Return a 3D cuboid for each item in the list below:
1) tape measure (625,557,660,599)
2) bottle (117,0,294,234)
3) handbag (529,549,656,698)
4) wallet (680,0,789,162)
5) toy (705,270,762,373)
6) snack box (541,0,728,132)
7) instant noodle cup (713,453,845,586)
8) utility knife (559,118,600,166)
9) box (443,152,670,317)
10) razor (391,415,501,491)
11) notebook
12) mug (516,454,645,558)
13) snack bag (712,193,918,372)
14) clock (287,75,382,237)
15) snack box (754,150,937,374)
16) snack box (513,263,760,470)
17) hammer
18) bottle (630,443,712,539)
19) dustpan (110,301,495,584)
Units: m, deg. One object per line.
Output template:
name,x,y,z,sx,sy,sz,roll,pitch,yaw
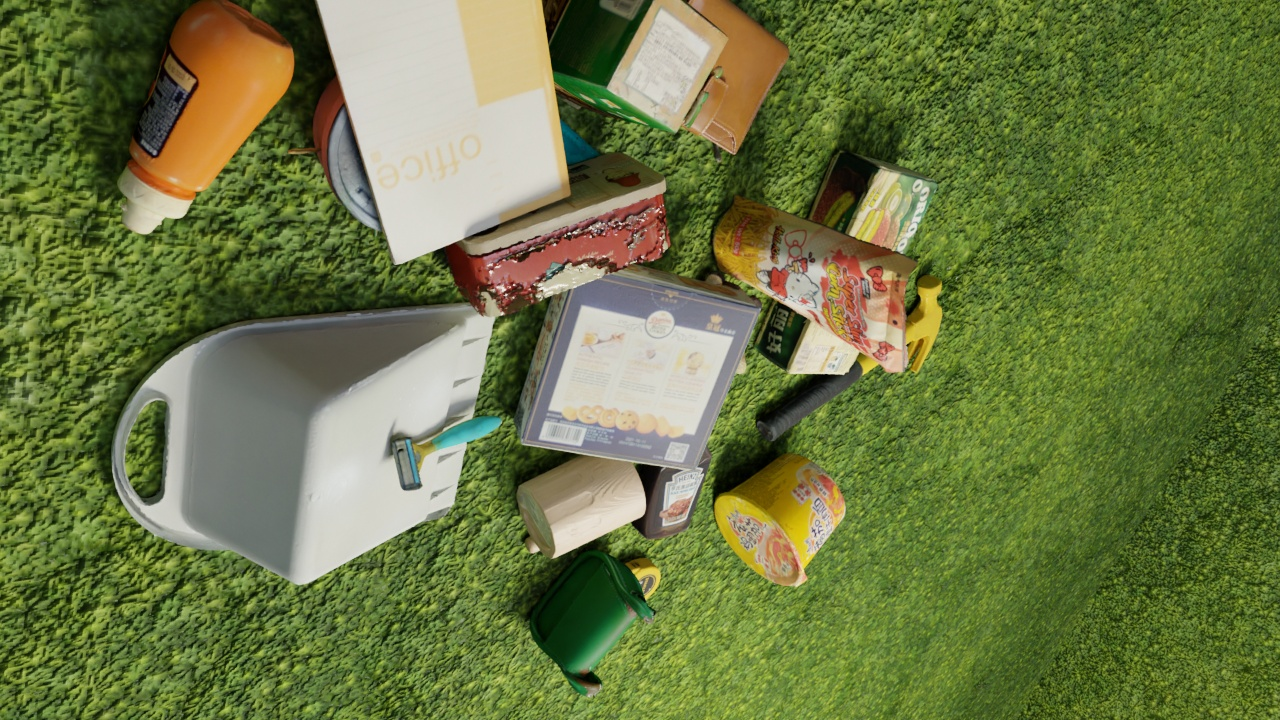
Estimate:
tape measure,-0.006,0.262,1.094,0.057,0.029,0.060,-3,121,-39
bottle,-0.268,-0.139,0.549,0.066,0.066,0.150,23,110,-48
handbag,-0.050,0.285,1.005,0.131,0.120,0.068,-49,133,1
wallet,0.058,-0.242,0.781,0.130,0.035,0.119,16,102,-46
toy,0.056,-0.012,0.930,0.105,0.066,0.157,34,101,-7
snack box,-0.010,-0.233,0.669,0.117,0.105,0.118,17,106,-46
instant noodle cup,0.176,0.189,1.130,0.109,0.138,0.138,-36,137,-28
utility knife,-0.067,-0.180,0.726,0.029,0.013,0.151,-48,140,8
box,-0.064,-0.094,0.722,0.168,0.091,0.081,-23,127,-20
razor,-0.159,0.068,0.768,0.132,0.028,0.043,-28,107,-61
notebook,-0.121,-0.176,0.595,0.145,0.010,0.207,-26,132,-24
mug,-0.065,0.149,0.933,0.103,0.084,0.125,-23,158,-26
snack bag,0.165,-0.078,0.859,0.073,0.208,0.129,-34,138,-25
clock,-0.152,-0.164,0.630,0.158,0.060,0.117,-44,137,-5
snack box,0.222,-0.101,1.002,0.114,0.063,0.240,0,119,-42
snack box,-0.005,0.005,0.845,0.177,0.045,0.183,12,113,-20
hammer,0.268,0.011,1.148,0.300,0.033,0.129,-31,134,-20
bottle,0.044,0.106,1.014,0.079,0.044,0.195,-6,122,-39
dustpan,-0.261,0.055,0.733,0.257,0.143,0.223,-37,147,-61
